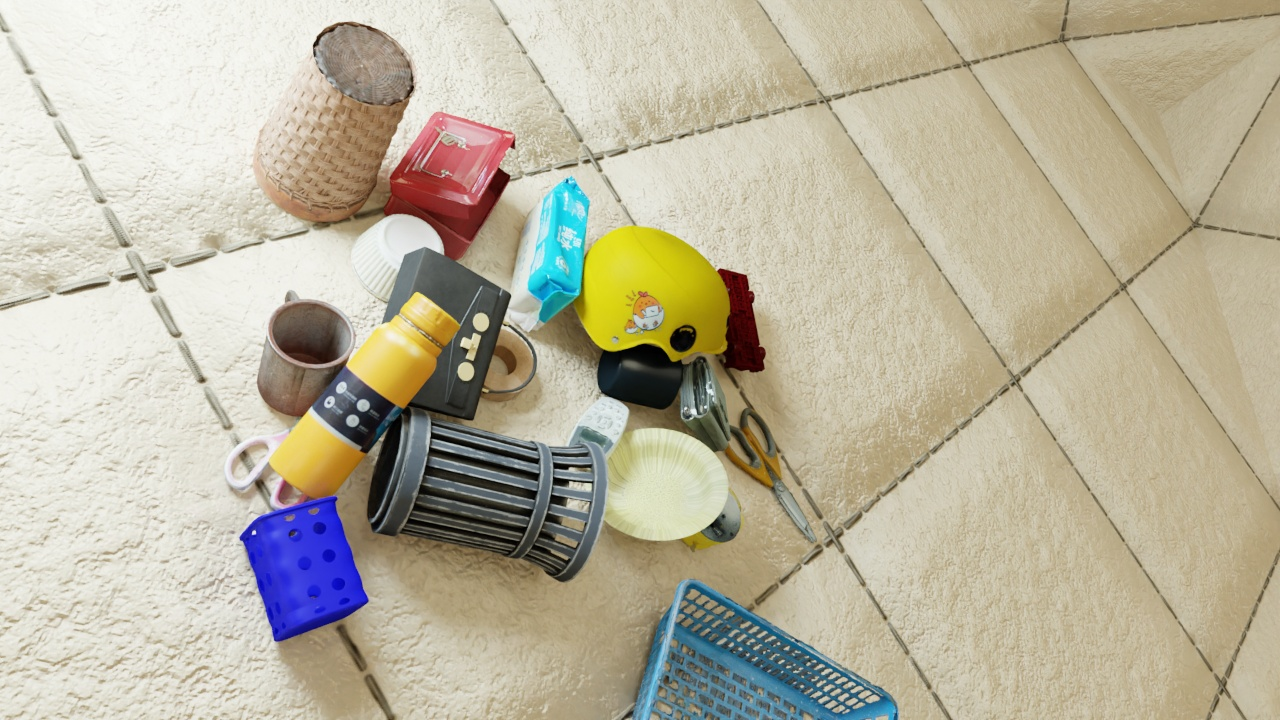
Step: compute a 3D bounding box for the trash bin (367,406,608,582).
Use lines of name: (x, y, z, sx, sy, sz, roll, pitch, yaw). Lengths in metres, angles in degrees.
trash bin: (-0.175, 0.145, 1.028, 0.227, 0.165, 0.164, 17, 55, -23)

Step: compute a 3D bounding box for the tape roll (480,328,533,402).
tape roll: (-0.185, 0.005, 1.187, 0.094, 0.027, 0.093, 17, 55, -27)

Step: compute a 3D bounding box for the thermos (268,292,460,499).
thermos: (-0.291, 0.031, 0.971, 0.232, 0.091, 0.076, -52, 142, -6)

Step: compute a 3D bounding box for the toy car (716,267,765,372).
toy car: (0.144, -0.056, 1.438, 0.070, 0.062, 0.169, 10, 59, -31)

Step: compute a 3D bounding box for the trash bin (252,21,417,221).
trash bin: (-0.367, -0.285, 1.102, 0.151, 0.211, 0.151, 17, 56, -27)

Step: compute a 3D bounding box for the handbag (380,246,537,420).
handbag: (-0.213, -0.015, 1.119, 0.195, 0.072, 0.175, 23, 76, -31)

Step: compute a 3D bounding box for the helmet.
helmet: (0.028, -0.106, 1.265, 0.239, 0.140, 0.209, 8, 29, -19)

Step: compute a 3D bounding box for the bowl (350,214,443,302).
bowl: (-0.300, -0.135, 1.163, 0.115, 0.063, 0.115, 18, 55, -27)

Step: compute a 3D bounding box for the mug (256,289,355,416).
mug: (-0.373, -0.014, 1.006, 0.096, 0.110, 0.123, -4, 58, -38)

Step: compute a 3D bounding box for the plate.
plate: (0.021, 0.169, 1.200, 0.184, 0.036, 0.184, 2, 44, -2)

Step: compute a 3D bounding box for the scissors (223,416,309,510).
scissors: (-0.391, 0.076, 1.008, 0.101, 0.016, 0.178, 26, 52, -21)

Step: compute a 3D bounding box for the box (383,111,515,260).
box: (-0.258, -0.236, 1.242, 0.137, 0.127, 0.157, 22, 54, 1)

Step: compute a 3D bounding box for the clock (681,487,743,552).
clock: (0.099, 0.209, 1.253, 0.118, 0.057, 0.083, -26, 80, -42)

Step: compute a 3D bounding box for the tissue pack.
tissue pack: (-0.125, -0.149, 1.262, 0.066, 0.117, 0.208, 22, 53, -28)

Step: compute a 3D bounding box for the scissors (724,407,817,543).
scissors: (0.206, 0.173, 1.379, 0.229, 0.016, 0.113, 53, 48, 1)

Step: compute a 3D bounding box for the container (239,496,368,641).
container: (-0.336, 0.209, 0.921, 0.084, 0.085, 0.113, -12, 73, -41)

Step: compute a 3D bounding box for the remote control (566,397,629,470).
remote control: (-0.055, 0.096, 1.218, 0.060, 0.028, 0.114, 28, 47, 9)

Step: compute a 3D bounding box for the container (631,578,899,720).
container: (0.142, 0.463, 1.113, 0.362, 0.089, 0.256, 34, 49, -16)

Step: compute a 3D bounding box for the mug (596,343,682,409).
mug: (-0.008, 0.008, 1.285, 0.094, 0.085, 0.121, 14, 29, -25)

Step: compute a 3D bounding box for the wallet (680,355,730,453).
wallet: (0.094, 0.064, 1.300, 0.132, 0.054, 0.100, 59, 27, -59)

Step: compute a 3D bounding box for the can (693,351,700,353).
can: (0.080, -0.063, 1.401, 0.053, 0.054, 0.096, -10, 71, -39)
